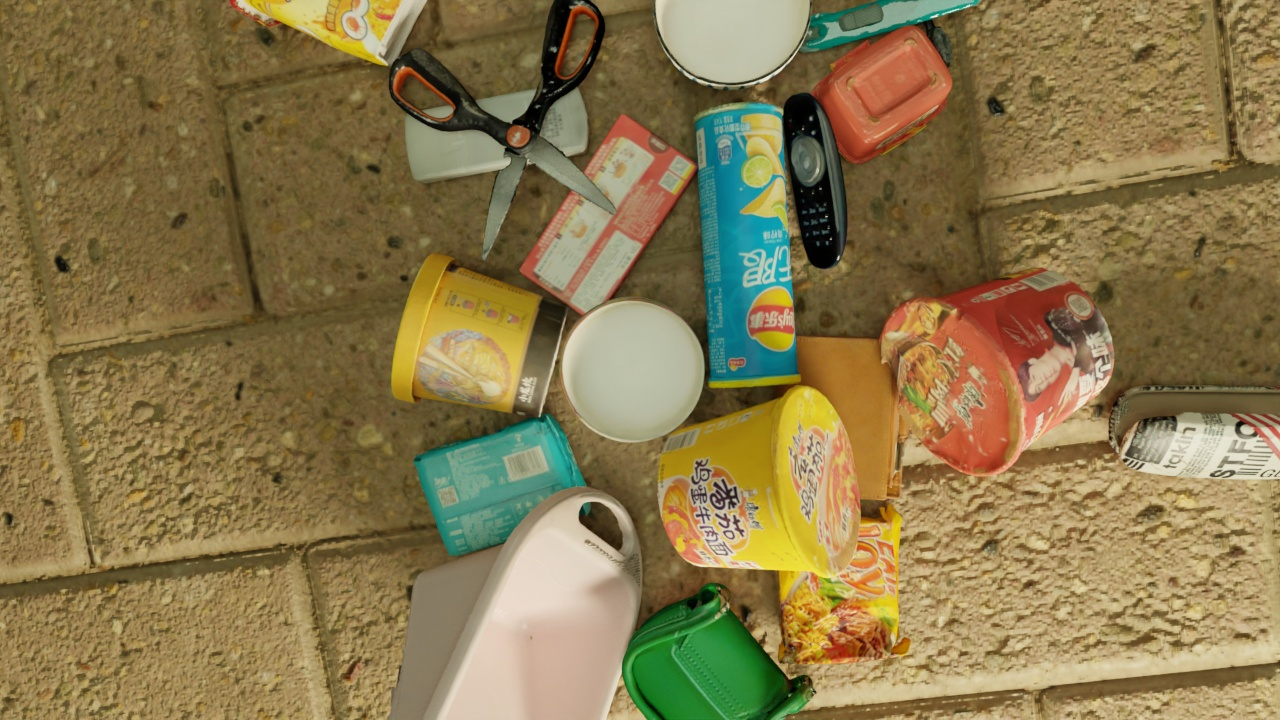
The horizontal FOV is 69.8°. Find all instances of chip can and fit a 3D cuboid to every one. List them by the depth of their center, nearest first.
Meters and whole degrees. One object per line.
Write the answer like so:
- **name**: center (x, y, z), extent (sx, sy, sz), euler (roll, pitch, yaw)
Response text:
- **chip can**: center (0.082, -0.085, 0.706), extent (0.071, 0.071, 0.210), euler (-3, 90, 6)

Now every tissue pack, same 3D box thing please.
- **tissue pack**: center (-0.117, 0.104, 0.762), extent (0.133, 0.050, 0.093), euler (-17, 96, 7)

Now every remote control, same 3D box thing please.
- **remote control**: center (0.139, -0.139, 0.714), extent (0.024, 0.053, 0.136), euler (-16, 102, -22)
- **remote control**: center (-0.116, -0.185, 0.747), extent (0.150, 0.021, 0.058), euler (-9, 86, 5)

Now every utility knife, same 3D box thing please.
- **utility knife**: center (0.192, -0.268, 0.704), extent (0.166, 0.013, 0.029), euler (-11, 96, 16)

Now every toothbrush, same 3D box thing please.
- **toothbrush**: center (0.206, -0.316, 0.709), extent (0.014, 0.016, 0.189), euler (-20, 92, 6)

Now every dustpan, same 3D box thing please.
- **dustpan**: center (-0.071, 0.238, 0.673), extent (0.139, 0.222, 0.272), euler (-18, 57, 17)

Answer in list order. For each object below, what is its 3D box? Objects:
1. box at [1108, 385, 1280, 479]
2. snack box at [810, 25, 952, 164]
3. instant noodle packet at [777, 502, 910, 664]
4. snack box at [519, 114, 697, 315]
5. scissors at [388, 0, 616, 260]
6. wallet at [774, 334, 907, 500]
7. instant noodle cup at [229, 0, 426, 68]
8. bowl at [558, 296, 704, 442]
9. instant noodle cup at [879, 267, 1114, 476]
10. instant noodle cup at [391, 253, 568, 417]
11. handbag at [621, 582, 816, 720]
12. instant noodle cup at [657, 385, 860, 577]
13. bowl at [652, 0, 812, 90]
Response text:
- **box**: center (0.448, 0.052, 0.710), extent (0.163, 0.082, 0.075), euler (-2, 129, 4)
- **snack box**: center (0.181, -0.203, 0.689), extent (0.091, 0.080, 0.082), euler (-33, 91, 8)
- **instant noodle packet**: center (0.162, 0.183, 0.747), extent (0.111, 0.044, 0.128), euler (-4, 95, 3)
- **snack box**: center (-0.025, -0.114, 0.744), extent (0.075, 0.025, 0.153), euler (34, 98, 2)
- **scissors**: center (-0.103, -0.192, 0.720), extent (0.221, 0.022, 0.233), euler (21, 82, 11)
- **wallet**: center (0.161, 0.045, 0.739), extent (0.108, 0.031, 0.132), euler (2, 96, 9)
- **instant noodle cup**: center (-0.237, -0.295, 0.711), extent (0.123, 0.116, 0.116), euler (29, 97, -10)
- **bowl**: center (-0.004, 0.004, 0.736), extent (0.113, 0.062, 0.113), euler (1, 97, 6)
- **instant noodle cup**: center (0.263, 0.001, 0.667), extent (0.108, 0.138, 0.138), euler (-23, 93, -19)
- **instant noodle cup**: center (-0.122, -0.014, 0.723), extent (0.114, 0.118, 0.118), euler (14, 96, -4)
- **handbag**: center (0.058, 0.251, 0.737), extent (0.131, 0.067, 0.120), euler (48, 116, 1)
- **instant noodle cup**: center (0.086, 0.096, 0.684), extent (0.110, 0.137, 0.138), euler (-15, 94, 33)
- **bowl**: center (0.069, -0.262, 0.701), extent (0.116, 0.066, 0.116), euler (0, 96, 4)
